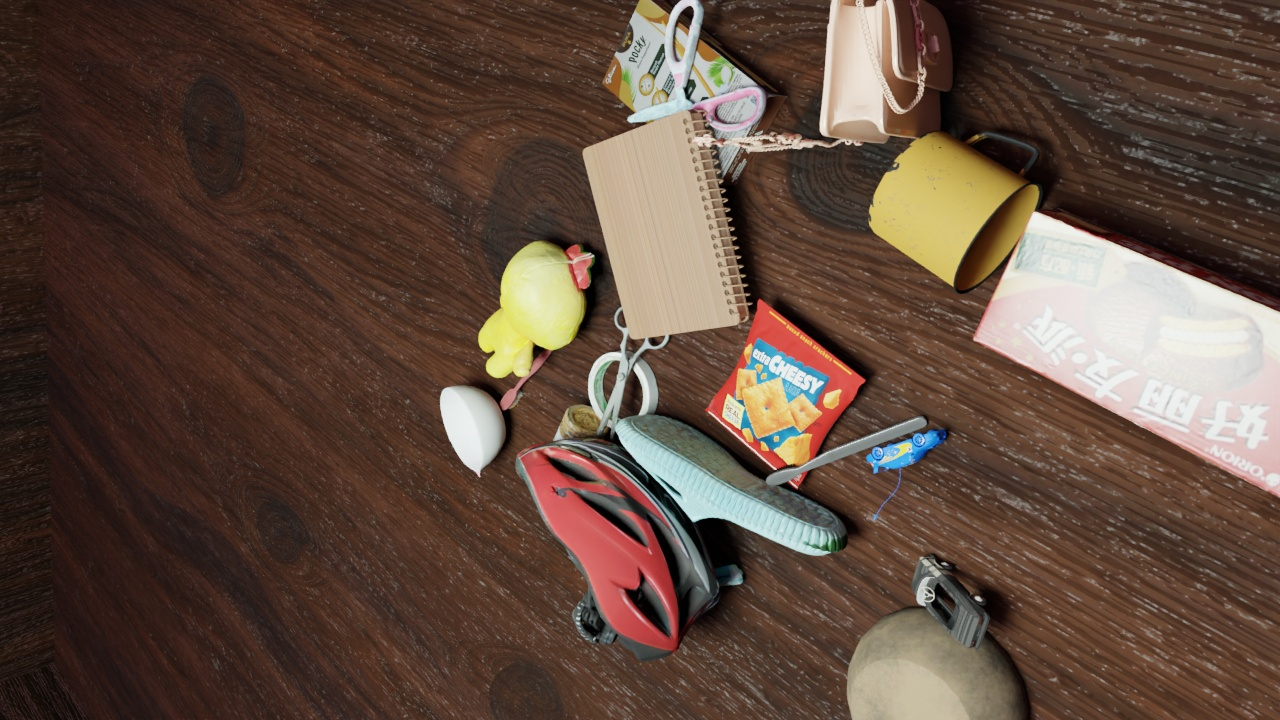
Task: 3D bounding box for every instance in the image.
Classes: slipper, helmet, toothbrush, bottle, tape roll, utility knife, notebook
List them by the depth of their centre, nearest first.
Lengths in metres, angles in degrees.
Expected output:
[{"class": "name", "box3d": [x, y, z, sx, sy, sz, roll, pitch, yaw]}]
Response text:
[{"class": "toothbrush", "box3d": [0.191, 0.086, 0.866, 0.168, 0.013, 0.013, -26, 105, 29]}, {"class": "slipper", "box3d": [0.079, 0.134, 0.932, 0.276, 0.115, 0.069, 28, 104, 29]}, {"class": "notebook", "box3d": [0.026, -0.132, 0.933, 0.169, 0.022, 0.210, -6, 101, 47]}, {"class": "helmet", "box3d": [-0.032, 0.190, 0.987, 0.272, 0.166, 0.218, 51, 169, 20]}, {"class": "utility knife", "box3d": [0.059, 0.252, 1.038, 0.149, 0.015, 0.022, -26, 76, 44]}, {"class": "tape roll", "box3d": [-0.021, 0.035, 1.058, 0.094, 0.018, 0.094, 10, 106, 40]}, {"class": "bottle", "box3d": [-0.081, 0.109, 1.100, 0.056, 0.056, 0.105, 42, 124, 27]}, {"class": "toothbrush", "box3d": [-0.126, 0.002, 1.149, 0.015, 0.015, 0.185, 54, 125, 19]}]

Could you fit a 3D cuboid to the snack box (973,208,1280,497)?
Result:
[{"class": "snack box", "box3d": [0.378, -0.014, 0.669, 0.236, 0.060, 0.113, 34, 121, 31]}]

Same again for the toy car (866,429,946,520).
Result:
[{"class": "toy car", "box3d": [0.240, 0.103, 0.830, 0.092, 0.033, 0.062, -27, 75, 41]}]

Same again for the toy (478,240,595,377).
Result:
[{"class": "toy", "box3d": [-0.132, -0.060, 1.087, 0.208, 0.092, 0.133, -50, 53, 41]}]

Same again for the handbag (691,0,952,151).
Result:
[{"class": "handbag", "box3d": [0.141, -0.234, 0.738, 0.187, 0.198, 0.116, 4, 102, 33]}]

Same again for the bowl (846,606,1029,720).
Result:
[{"class": "bowl", "box3d": [0.260, 0.313, 0.836, 0.162, 0.070, 0.162, 10, 106, 39]}]

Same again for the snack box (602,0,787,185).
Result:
[{"class": "snack box", "box3d": [0.049, -0.272, 0.921, 0.186, 0.031, 0.101, 46, 126, 24]}]

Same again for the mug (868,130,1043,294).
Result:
[{"class": "mug", "box3d": [0.255, -0.130, 0.733, 0.094, 0.100, 0.124, 43, 100, 29]}]

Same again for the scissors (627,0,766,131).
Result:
[{"class": "scissors", "box3d": [0.048, -0.268, 0.892, 0.171, 0.013, 0.175, 0, 101, 44]}]

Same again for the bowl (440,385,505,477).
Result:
[{"class": "bowl", "box3d": [-0.214, 0.082, 1.204, 0.115, 0.050, 0.115, 36, 137, 42]}]

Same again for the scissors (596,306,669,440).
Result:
[{"class": "scissors", "box3d": [-0.025, 0.003, 1.028, 0.160, 0.014, 0.120, -49, 65, 11]}]

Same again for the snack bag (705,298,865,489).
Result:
[{"class": "snack bag", "box3d": [0.138, 0.034, 0.903, 0.131, 0.039, 0.144, 41, 127, 26]}]

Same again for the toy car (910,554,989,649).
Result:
[{"class": "toy car", "box3d": [0.270, 0.212, 0.810, 0.092, 0.037, 0.040, -125, 41, -62]}]
